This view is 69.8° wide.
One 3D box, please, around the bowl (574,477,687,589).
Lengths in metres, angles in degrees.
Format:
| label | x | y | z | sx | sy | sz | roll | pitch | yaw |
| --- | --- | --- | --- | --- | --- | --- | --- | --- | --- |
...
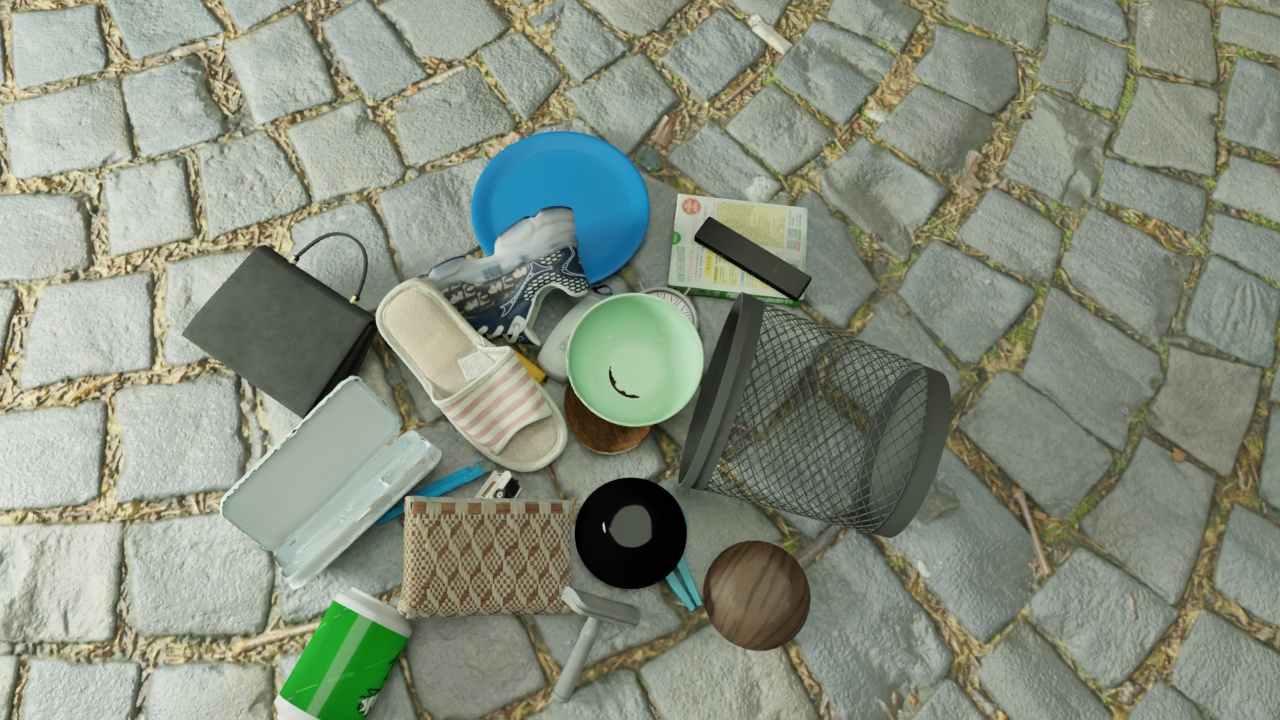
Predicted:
| label | x | y | z | sx | sy | sz | roll | pitch | yaw |
| --- | --- | --- | --- | --- | --- | --- | --- | --- | --- |
| bowl | -0.010 | 0.179 | 0.988 | 0.124 | 0.053 | 0.124 | 0 | 68 | -1 |

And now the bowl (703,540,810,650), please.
| label | x | y | z | sx | sy | sz | roll | pitch | yaw |
| --- | --- | --- | --- | --- | --- | --- | --- | --- | --- |
| bowl | 0.130 | 0.254 | 1.002 | 0.119 | 0.032 | 0.119 | 1 | 69 | -2 |

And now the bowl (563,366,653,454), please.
| label | x | y | z | sx | sy | sz | roll | pitch | yaw |
| --- | --- | --- | --- | --- | --- | --- | --- | --- | --- |
| bowl | -0.037 | 0.058 | 1.072 | 0.102 | 0.026 | 0.114 | -18 | 71 | -10 |

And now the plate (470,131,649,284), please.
| label | x | y | z | sx | sy | sz | roll | pitch | yaw |
| --- | --- | --- | --- | --- | --- | --- | --- | --- | --- |
| plate | -0.101 | -0.189 | 1.163 | 0.224 | 0.024 | 0.224 | 1 | 70 | -2 |

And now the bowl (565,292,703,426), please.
| label | x | y | z | sx | sy | sz | roll | pitch | yaw |
| --- | --- | --- | --- | --- | --- | --- | --- | --- | --- |
| bowl | -0.006 | 0.006 | 1.032 | 0.151 | 0.077 | 0.150 | 0 | 76 | 0 |

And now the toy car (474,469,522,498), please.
| label | x | y | z | sx | sy | sz | roll | pitch | yaw |
| --- | --- | --- | --- | --- | --- | --- | --- | --- | --- |
| toy car | -0.177 | 0.173 | 1.019 | 0.039 | 0.039 | 0.113 | 26 | 70 | 29 |

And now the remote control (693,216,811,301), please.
| label | x | y | z | sx | sy | sz | roll | pitch | yaw |
| --- | --- | --- | --- | --- | --- | --- | --- | --- | --- |
| remote control | 0.137 | -0.124 | 1.124 | 0.150 | 0.013 | 0.034 | 33 | 73 | 11 |

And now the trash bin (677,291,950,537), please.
| label | x | y | z | sx | sy | sz | roll | pitch | yaw |
| --- | --- | --- | --- | --- | --- | --- | --- | --- | --- |
| trash bin | 0.182 | 0.065 | 0.984 | 0.227 | 0.218 | 0.217 | 18 | 69 | 0 |

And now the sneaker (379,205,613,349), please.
| label | x | y | z | sx | sy | sz | roll | pitch | yaw |
| --- | --- | --- | --- | --- | --- | --- | --- | --- | --- |
| sneaker | -0.170 | -0.064 | 1.073 | 0.269 | 0.103 | 0.132 | -30 | 91 | 2 |

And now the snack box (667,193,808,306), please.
| label | x | y | z | sx | sy | sz | roll | pitch | yaw |
| --- | --- | --- | --- | --- | --- | --- | --- | --- | --- |
| snack box | 0.123 | -0.139 | 1.153 | 0.168 | 0.027 | 0.131 | 7 | 69 | 0 |

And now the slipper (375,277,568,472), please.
| label | x | y | z | sx | sy | sz | roll | pitch | yaw |
| --- | --- | --- | --- | --- | --- | --- | --- | --- | --- |
| slipper | -0.186 | 0.019 | 1.018 | 0.115 | 0.052 | 0.263 | -42 | 97 | 6 |

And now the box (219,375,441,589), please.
| label | x | y | z | sx | sy | sz | roll | pitch | yaw |
| --- | --- | --- | --- | --- | --- | --- | --- | --- | --- |
| box | -0.329 | 0.133 | 0.981 | 0.210 | 0.105 | 0.129 | -49 | 120 | -15 |

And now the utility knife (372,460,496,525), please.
| label | x | y | z | sx | sy | sz | roll | pitch | yaw |
| --- | --- | --- | --- | --- | --- | --- | --- | --- | --- |
| utility knife | -0.264 | 0.162 | 1.023 | 0.220 | 0.031 | 0.015 | -27 | 114 | -9 |

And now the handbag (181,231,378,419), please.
| label | x | y | z | sx | sy | sz | roll | pitch | yaw |
| --- | --- | --- | --- | --- | --- | --- | --- | --- | --- |
| handbag | -0.384 | -0.061 | 1.048 | 0.176 | 0.072 | 0.195 | 32 | 89 | 9 |

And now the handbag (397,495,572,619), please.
| label | x | y | z | sx | sy | sz | roll | pitch | yaw |
| --- | --- | --- | --- | --- | --- | --- | --- | --- | --- |
| handbag | -0.162 | 0.208 | 0.972 | 0.185 | 0.047 | 0.124 | 5 | 78 | -24 |

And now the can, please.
| label | x | y | z | sx | sy | sz | roll | pitch | yaw |
| --- | --- | --- | --- | --- | --- | --- | --- | --- | --- |
| can | -0.300 | 0.310 | 0.934 | 0.088 | 0.088 | 0.139 | 25 | 70 | 7 |

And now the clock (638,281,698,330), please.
| label | x | y | z | sx | sy | sz | roll | pitch | yaw |
| --- | --- | --- | --- | --- | --- | --- | --- | --- | --- |
| clock | 0.022 | -0.031 | 1.103 | 0.094 | 0.035 | 0.122 | 7 | 69 | 1 |

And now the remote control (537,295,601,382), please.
| label | x | y | z | sx | sy | sz | roll | pitch | yaw |
| --- | --- | --- | --- | --- | --- | --- | --- | --- | --- |
| remote control | -0.075 | -0.025 | 1.100 | 0.060 | 0.028 | 0.114 | 34 | 69 | 9 |

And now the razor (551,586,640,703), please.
| label | x | y | z | sx | sy | sz | roll | pitch | yaw |
| --- | --- | --- | --- | --- | --- | --- | --- | --- | --- |
| razor | -0.061 | 0.304 | 0.965 | 0.088 | 0.047 | 0.116 | 26 | 87 | -34 |

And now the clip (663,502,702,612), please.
| label | x | y | z | sx | sy | sz | roll | pitch | yaw |
| --- | --- | --- | --- | --- | --- | --- | --- | --- | --- |
| clip | 0.034 | 0.206 | 1.022 | 0.122 | 0.033 | 0.120 | 26 | 67 | 7 |

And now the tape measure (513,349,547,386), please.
| label | x | y | z | sx | sy | sz | roll | pitch | yaw |
| --- | --- | --- | --- | --- | --- | --- | --- | --- | --- |
| tape measure | -0.154 | 0.020 | 1.080 | 0.068 | 0.030 | 0.058 | 38 | 70 | 12 |
